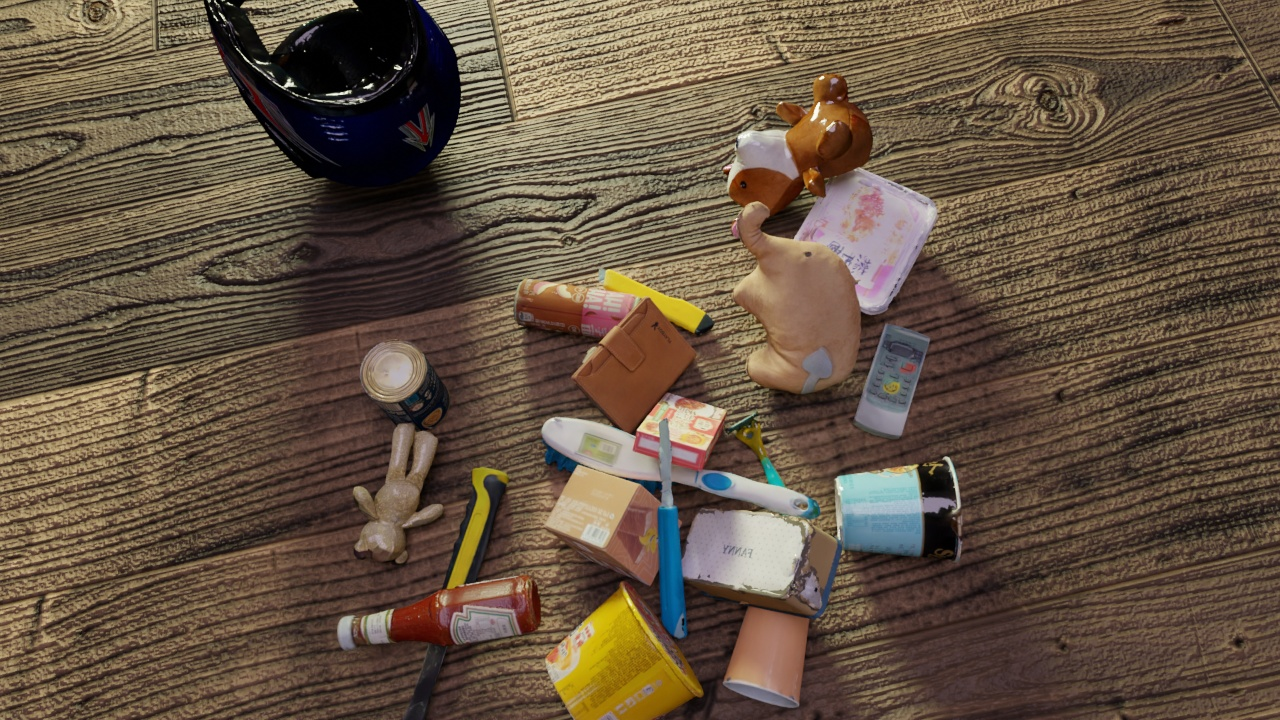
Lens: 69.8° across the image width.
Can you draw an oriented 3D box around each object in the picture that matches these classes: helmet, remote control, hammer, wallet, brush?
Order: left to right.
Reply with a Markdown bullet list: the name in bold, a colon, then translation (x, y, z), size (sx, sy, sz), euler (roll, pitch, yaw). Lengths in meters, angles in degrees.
- **helmet**: translation (-0.369, -0.357, 1.129), size (0.315, 0.241, 0.247), euler (44, 77, 6)
- **hammer**: translation (-0.203, 0.272, 0.987), size (0.126, 0.032, 0.322), euler (13, 69, 8)
- **wallet**: translation (-0.006, 0.006, 1.056), size (0.131, 0.031, 0.108), euler (-48, 118, -15)
- **brush**: translation (0.034, 0.124, 0.994), size (0.314, 0.109, 0.060), euler (18, 69, 7)
- **remote control**: translation (0.293, 0.024, 1.068), size (0.056, 0.019, 0.135), euler (20, 70, 10)

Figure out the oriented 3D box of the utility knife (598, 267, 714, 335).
- **utility knife**: translation (0.016, -0.074, 1.123), size (0.164, 0.015, 0.033), euler (27, 66, 14)

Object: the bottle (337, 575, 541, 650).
- **bottle**: translation (-0.207, 0.265, 0.942), size (0.206, 0.060, 0.059), euler (-10, 68, 3)

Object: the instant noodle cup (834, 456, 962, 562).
- **instant noodle cup**: translation (0.269, 0.160, 0.974), size (0.120, 0.111, 0.111), euler (-3, 68, 8)

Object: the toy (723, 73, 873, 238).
- **toy**: translation (0.176, -0.244, 1.106), size (0.130, 0.200, 0.139), euler (27, 51, -29)

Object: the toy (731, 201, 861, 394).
- **toy**: translation (0.176, -0.073, 1.036), size (0.143, 0.082, 0.226), euler (-11, 100, 8)

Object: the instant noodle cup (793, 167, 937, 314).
- **instant noodle cup**: translation (0.263, -0.138, 1.113), size (0.138, 0.060, 0.173), euler (28, 73, 13)

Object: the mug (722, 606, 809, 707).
- **mug**: translation (0.137, 0.284, 0.945), size (0.078, 0.078, 0.122), euler (14, 64, 8)

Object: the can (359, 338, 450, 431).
- **can**: translation (-0.266, 0.031, 1.043), size (0.075, 0.111, 0.075), euler (-1, 68, 2)

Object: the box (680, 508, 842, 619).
- **box**: translation (0.112, 0.203, 0.935), size (0.061, 0.185, 0.089), euler (34, 69, -30)

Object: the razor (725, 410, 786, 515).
- **razor**: translation (0.142, 0.123, 1.031), size (0.043, 0.028, 0.132), euler (-32, 65, 15)

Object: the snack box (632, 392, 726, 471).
- **snack box**: translation (0.046, 0.075, 0.997), size (0.075, 0.152, 0.025), euler (16, 106, 10)

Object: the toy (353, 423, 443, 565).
- **toy**: translation (-0.270, 0.147, 1.019), size (0.066, 0.105, 0.157), euler (-1, 70, 51)

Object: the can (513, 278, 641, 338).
- **can**: translation (-0.075, -0.060, 1.098), size (0.147, 0.058, 0.057), euler (9, 69, 6)

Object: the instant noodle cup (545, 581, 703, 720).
- **instant noodle cup**: translation (-0.020, 0.308, 0.915), size (0.110, 0.138, 0.138), euler (-37, 71, -2)

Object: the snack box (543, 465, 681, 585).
- **snack box**: translation (-0.028, 0.172, 0.966), size (0.093, 0.094, 0.077), euler (11, 65, 42)

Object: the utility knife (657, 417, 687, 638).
- **utility knife**: translation (0.029, 0.170, 0.934), size (0.018, 0.034, 0.237), euler (-12, 106, -31)
